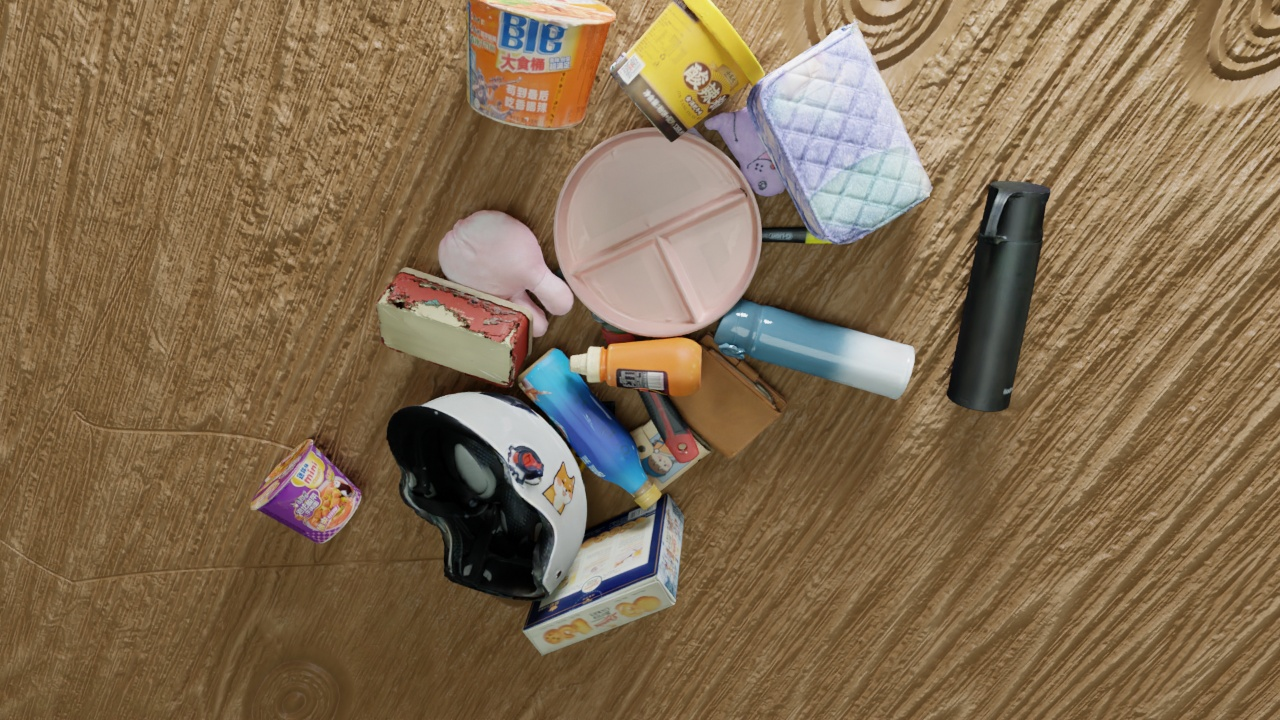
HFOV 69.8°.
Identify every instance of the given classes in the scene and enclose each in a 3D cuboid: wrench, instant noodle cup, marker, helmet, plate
[{"bbox_3d":[-0.012,0.004,1.072,0.056,0.016,0.273,-33,96,14],"label":"wrench"},{"bbox_3d":[-0.418,0.172,1.166,0.112,0.111,0.099,-39,112,19],"label":"instant noodle cup"},{"bbox_3d":[0.170,-0.138,1.013,0.124,0.015,0.018,1,109,8],"label":"marker"},{"bbox_3d":[-0.161,0.143,1.086,0.231,0.156,0.274,-16,105,44],"label":"helmet"},{"bbox_3d":[-0.107,-0.303,0.913,0.151,0.151,0.112,13,121,1],"label":"instant noodle cup"},{"bbox_3d":[0.018,-0.138,1.005,0.230,0.028,0.230,4,109,11],"label":"plate"},{"bbox_3d":[0.042,-0.288,0.903,0.114,0.118,0.118,-40,103,12],"label":"instant noodle cup"}]

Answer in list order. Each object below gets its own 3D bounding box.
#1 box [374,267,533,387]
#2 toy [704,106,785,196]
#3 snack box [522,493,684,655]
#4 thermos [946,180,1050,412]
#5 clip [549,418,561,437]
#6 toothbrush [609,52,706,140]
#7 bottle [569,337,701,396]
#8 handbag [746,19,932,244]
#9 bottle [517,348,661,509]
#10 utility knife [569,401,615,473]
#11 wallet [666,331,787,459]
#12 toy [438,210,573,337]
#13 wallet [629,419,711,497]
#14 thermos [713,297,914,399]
[{"bbox_3d":[-0.214,-0.032,1.045,0.168,0.075,0.091,18,140,7],"label":"box"},{"bbox_3d":[0.127,-0.226,0.970,0.084,0.039,0.108,-33,104,-1],"label":"toy"},{"bbox_3d":[-0.040,0.255,1.109,0.178,0.182,0.046,-26,108,16],"label":"snack box"},{"bbox_3d":[0.376,-0.065,0.983,0.068,0.089,0.243,24,121,43],"label":"thermos"},{"bbox_3d":[-0.105,0.080,1.134,0.014,0.047,0.057,4,116,4],"label":"clip"},{"bbox_3d":[0.043,-0.252,0.978,0.189,0.021,0.029,42,134,-13],"label":"toothbrush"},{"bbox_3d":[-0.006,0.006,1.034,0.149,0.066,0.067,2,112,4],"label":"bottle"},{"bbox_3d":[0.201,-0.225,0.936,0.134,0.075,0.194,-30,107,0],"label":"handbag"},{"bbox_3d":[-0.055,0.086,1.087,0.065,0.065,0.218,-39,93,19],"label":"bottle"},{"bbox_3d":[-0.076,0.123,1.149,0.033,0.015,0.181,27,112,-1],"label":"utility knife"},{"bbox_3d":[0.093,0.044,1.089,0.132,0.031,0.108,39,115,-9],"label":"wallet"},{"bbox_3d":[-0.153,-0.098,1.046,0.122,0.054,0.159,-37,105,31],"label":"toy"},{"bbox_3d":[0.016,0.117,1.134,0.115,0.024,0.087,-40,108,21],"label":"wallet"},{"bbox_3d":[0.193,-0.014,1.035,0.220,0.070,0.070,15,113,0],"label":"thermos"}]
